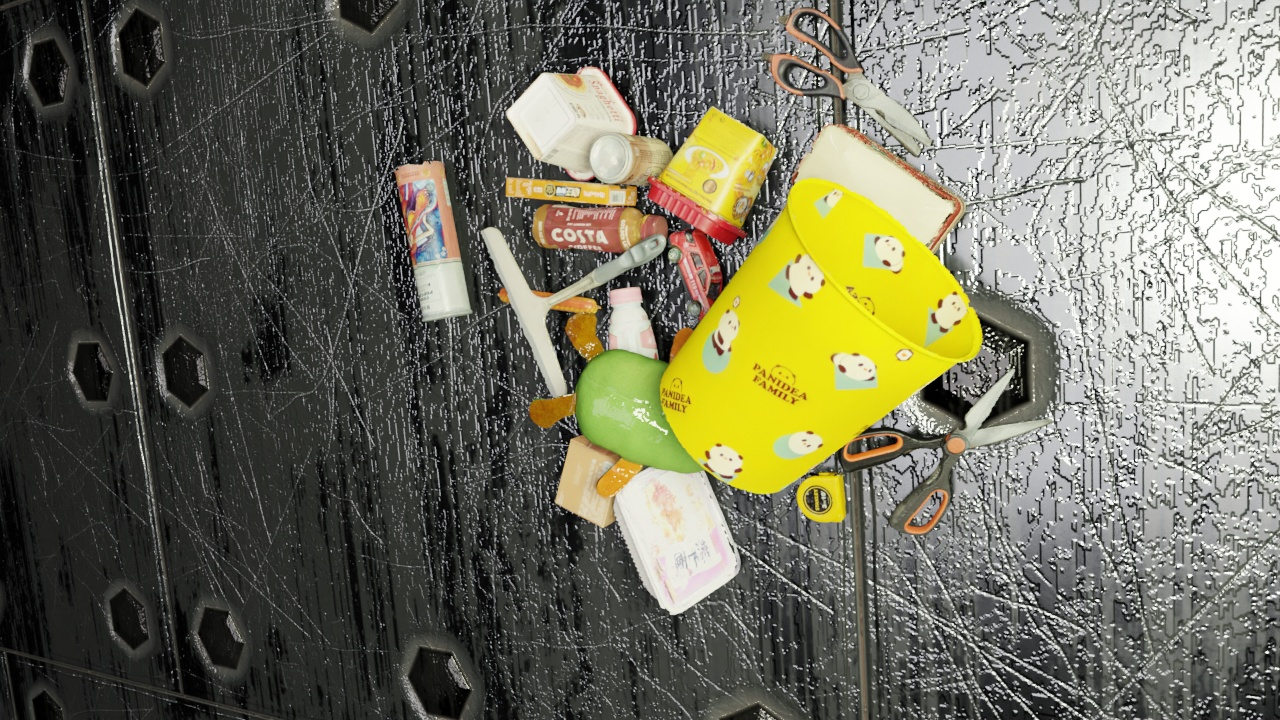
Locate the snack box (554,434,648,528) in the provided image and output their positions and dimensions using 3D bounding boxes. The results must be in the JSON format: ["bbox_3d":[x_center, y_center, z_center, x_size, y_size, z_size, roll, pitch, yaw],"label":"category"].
[{"bbox_3d":[-0.046,0.148,1.189,0.077,0.094,0.093,23,108,24],"label":"snack box"}]

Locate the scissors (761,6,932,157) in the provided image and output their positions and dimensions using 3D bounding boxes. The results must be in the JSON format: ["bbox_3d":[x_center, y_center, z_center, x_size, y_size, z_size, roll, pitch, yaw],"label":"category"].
[{"bbox_3d":[0.224,-0.296,1.017,0.195,0.015,0.206,-7,94,28],"label":"scissors"}]

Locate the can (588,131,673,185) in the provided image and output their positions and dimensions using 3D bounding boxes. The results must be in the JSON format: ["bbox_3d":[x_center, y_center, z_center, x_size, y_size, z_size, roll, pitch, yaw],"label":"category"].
[{"bbox_3d":[-0.009,-0.239,1.093,0.059,0.116,0.058,5,101,28],"label":"can"}]

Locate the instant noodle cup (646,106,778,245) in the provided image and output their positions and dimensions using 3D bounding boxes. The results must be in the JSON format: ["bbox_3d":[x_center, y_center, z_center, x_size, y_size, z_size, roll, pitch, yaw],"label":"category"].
[{"bbox_3d":[0.088,-0.212,1.055,0.116,0.116,0.124,36,102,19],"label":"instant noodle cup"}]

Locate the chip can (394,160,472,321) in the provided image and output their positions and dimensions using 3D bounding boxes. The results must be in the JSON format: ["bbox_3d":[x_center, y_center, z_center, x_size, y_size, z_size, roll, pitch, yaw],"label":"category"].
[{"bbox_3d":[-0.289,-0.165,1.283,0.071,0.071,0.214,-8,94,29],"label":"chip can"}]

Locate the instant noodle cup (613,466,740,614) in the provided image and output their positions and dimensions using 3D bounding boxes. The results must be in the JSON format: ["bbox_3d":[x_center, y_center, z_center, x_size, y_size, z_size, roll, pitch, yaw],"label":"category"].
[{"bbox_3d":[0.036,0.212,1.143,0.060,0.137,0.173,-20,92,52],"label":"instant noodle cup"}]

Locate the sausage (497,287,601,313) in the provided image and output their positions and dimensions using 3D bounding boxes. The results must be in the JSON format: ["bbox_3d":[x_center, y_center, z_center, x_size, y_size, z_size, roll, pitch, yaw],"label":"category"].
[{"bbox_3d":[-0.125,-0.081,1.236,0.165,0.021,0.021,10,103,27],"label":"sausage"}]

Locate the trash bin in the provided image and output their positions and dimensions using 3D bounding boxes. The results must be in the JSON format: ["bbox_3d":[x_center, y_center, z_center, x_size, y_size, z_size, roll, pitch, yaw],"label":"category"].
[{"bbox_3d":[0.164,-0.011,0.924,0.229,0.229,0.256,49,126,13],"label":"trash bin"}]

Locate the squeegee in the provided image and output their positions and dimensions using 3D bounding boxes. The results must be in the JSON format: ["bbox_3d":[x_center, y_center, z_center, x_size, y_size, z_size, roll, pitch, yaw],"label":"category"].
[{"bbox_3d":[-0.059,-0.103,1.145,0.247,0.039,0.246,-25,88,33],"label":"squeegee"}]

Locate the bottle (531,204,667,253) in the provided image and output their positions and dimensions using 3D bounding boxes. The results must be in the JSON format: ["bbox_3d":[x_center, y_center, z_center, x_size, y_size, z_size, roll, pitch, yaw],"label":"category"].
[{"bbox_3d":[-0.051,-0.167,1.161,0.175,0.057,0.057,7,101,27],"label":"bottle"}]

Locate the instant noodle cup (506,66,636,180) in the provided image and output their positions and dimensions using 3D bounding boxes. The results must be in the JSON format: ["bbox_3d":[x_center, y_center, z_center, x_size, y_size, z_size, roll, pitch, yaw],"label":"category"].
[{"bbox_3d":[-0.087,-0.292,1.122,0.117,0.124,0.116,-38,80,27],"label":"instant noodle cup"}]

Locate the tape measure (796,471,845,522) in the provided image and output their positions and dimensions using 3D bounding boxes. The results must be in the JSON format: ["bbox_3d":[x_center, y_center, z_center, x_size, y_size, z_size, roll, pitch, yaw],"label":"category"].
[{"bbox_3d":[0.216,0.161,1.088,0.057,0.028,0.060,-4,96,28],"label":"tape measure"}]

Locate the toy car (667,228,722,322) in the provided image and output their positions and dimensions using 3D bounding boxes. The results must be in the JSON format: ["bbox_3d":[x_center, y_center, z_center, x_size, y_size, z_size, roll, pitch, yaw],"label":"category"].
[{"bbox_3d":[0.072,-0.103,1.108,0.045,0.052,0.120,-19,90,32],"label":"toy car"}]

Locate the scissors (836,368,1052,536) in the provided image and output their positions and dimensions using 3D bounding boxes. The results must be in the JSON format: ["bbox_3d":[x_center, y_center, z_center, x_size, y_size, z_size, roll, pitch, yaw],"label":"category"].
[{"bbox_3d":[0.329,0.105,1.010,0.221,0.021,0.225,2,112,10],"label":"scissors"}]

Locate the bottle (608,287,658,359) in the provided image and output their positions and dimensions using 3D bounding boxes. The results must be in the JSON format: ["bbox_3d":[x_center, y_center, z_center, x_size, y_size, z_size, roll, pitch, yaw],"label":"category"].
[{"bbox_3d":[-0.007,0.007,1.164,0.068,0.068,0.197,-8,91,29],"label":"bottle"}]

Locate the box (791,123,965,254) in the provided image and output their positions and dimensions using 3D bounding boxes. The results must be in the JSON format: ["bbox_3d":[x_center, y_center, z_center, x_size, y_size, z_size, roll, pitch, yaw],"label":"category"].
[{"bbox_3d":[0.252,-0.180,0.983,0.168,0.079,0.091,39,115,17],"label":"box"}]

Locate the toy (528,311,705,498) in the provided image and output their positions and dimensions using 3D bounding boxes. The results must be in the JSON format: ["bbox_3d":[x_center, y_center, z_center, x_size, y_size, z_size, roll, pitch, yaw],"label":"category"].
[{"bbox_3d":[0.000,0.057,1.085,0.247,0.090,0.227,27,87,0],"label":"toy"}]

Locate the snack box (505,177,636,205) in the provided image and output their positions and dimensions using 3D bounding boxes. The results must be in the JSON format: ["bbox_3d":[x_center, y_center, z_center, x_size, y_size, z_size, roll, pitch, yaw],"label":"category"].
[{"bbox_3d":[-0.088,-0.214,1.163,0.154,0.075,0.026,9,101,27],"label":"snack box"}]
